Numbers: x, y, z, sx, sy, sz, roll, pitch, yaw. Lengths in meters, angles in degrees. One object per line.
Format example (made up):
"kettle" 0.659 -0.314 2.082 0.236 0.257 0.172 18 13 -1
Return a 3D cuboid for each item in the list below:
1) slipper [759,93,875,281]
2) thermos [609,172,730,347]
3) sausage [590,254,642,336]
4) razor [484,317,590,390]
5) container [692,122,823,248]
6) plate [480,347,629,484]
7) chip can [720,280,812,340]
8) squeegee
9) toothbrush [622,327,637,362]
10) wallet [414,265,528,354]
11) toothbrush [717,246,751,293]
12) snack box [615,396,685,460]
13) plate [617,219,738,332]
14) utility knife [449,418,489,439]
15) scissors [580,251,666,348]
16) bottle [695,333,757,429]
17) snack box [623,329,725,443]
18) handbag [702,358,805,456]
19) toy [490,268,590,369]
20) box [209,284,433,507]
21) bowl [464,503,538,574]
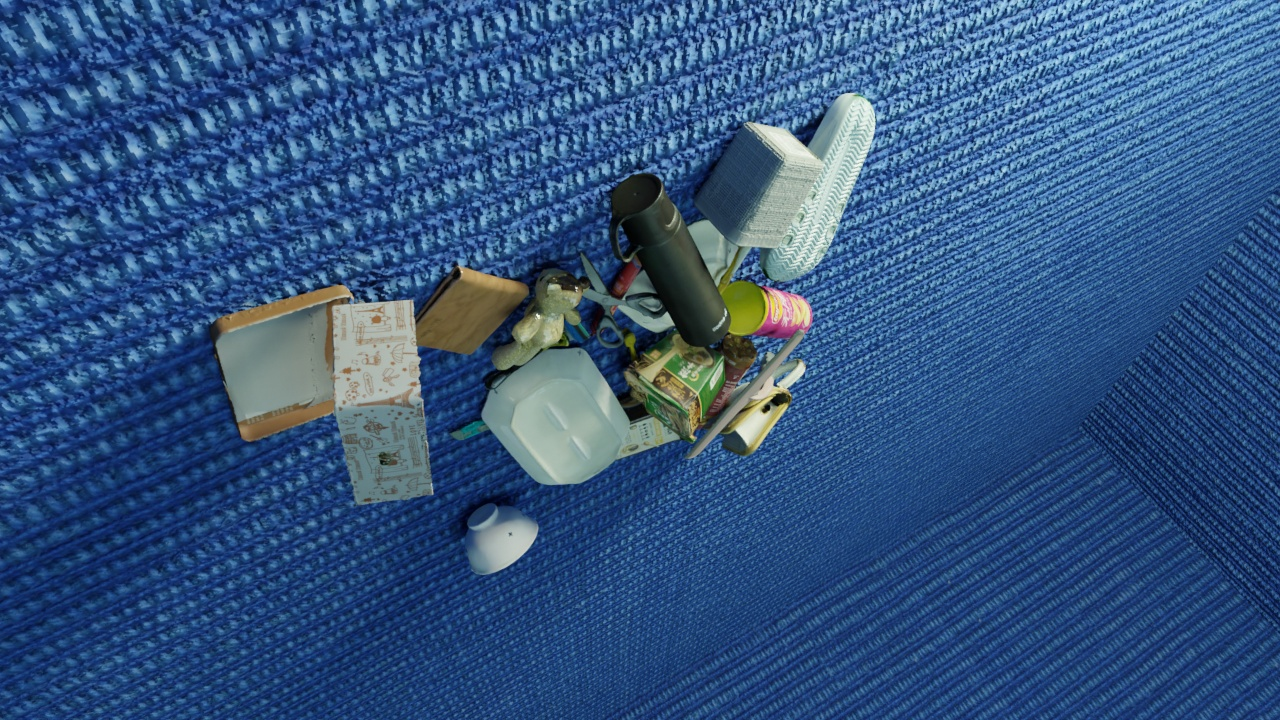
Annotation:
"slipper" 0.204 -0.211 1.123 0.103 0.074 0.246 1 120 -46
"thermos" 0.030 -0.102 1.051 0.090 0.068 0.242 -49 141 -12
"sausage" -0.027 -0.085 1.115 0.020 0.020 0.156 -6 140 -42
"razor" -0.131 -0.008 1.117 0.143 0.022 0.043 -34 121 5
"container" 0.136 -0.201 1.045 0.090 0.090 0.115 -5 136 -44
"plate" -0.102 0.088 1.221 0.162 0.034 0.266 -32 139 -4
"chip can" 0.176 -0.066 1.270 0.071 0.071 0.210 -46 160 19
"squeegee" 0.180 0.029 1.354 0.248 0.040 0.249 -51 177 22
"toothbrush" -0.008 0.007 1.281 0.015 0.016 0.190 -31 153 -10
"wallet" -0.190 -0.051 0.993 0.115 0.020 0.101 -46 149 24
"toothbrush" 0.107 -0.107 1.157 0.018 0.016 0.192 0 134 -37
"snack box" 0.009 0.095 1.366 0.125 0.053 0.113 -19 151 -4
"plate" 0.060 -0.095 1.178 0.164 0.034 0.164 -43 151 12
"utility knife" -0.174 0.071 1.198 0.157 0.013 0.029 -24 150 -20
"scissors" -0.038 -0.070 1.096 0.159 0.014 0.176 -9 141 -20
"bottle" 0.116 0.038 1.413 0.057 0.057 0.175 -10 143 -39
"snack box" 0.057 0.027 1.259 0.105 0.117 0.118 -48 159 -14
"handbag" 0.184 0.061 1.459 0.178 0.063 0.163 -49 -170 -6
"toy" -0.118 -0.044 1.043 0.105 0.066 0.158 -10 150 -49
"box" -0.308 0.037 0.886 0.192 0.156 0.183 -7 141 -14
"bowl" -0.218 0.251 1.356 0.118 0.118 0.065 -32 113 -6
